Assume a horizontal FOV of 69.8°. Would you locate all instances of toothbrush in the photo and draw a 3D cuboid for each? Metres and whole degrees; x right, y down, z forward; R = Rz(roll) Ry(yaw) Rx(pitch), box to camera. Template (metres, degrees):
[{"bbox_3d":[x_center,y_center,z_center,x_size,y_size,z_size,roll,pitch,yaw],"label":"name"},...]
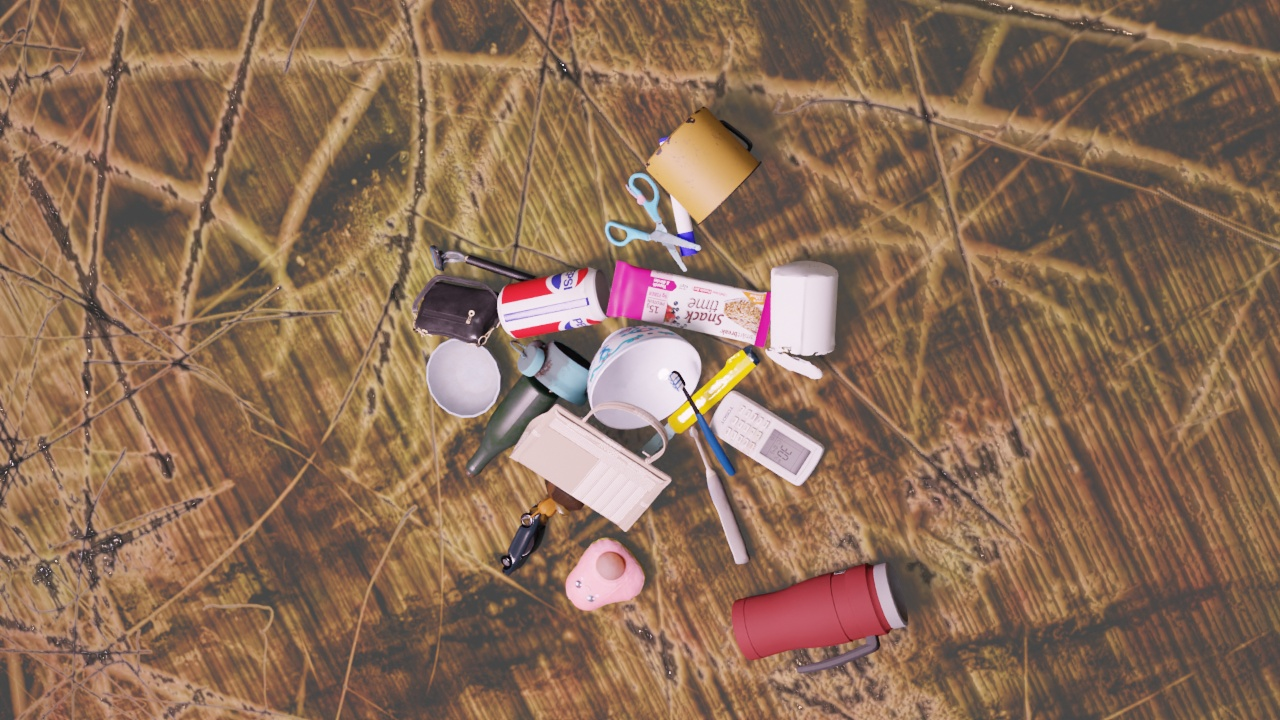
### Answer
[{"bbox_3d":[0.098,0.170,1.161,0.022,0.024,0.185,-23,94,-20],"label":"toothbrush"},{"bbox_3d":[0.077,0.079,1.122,0.014,0.014,0.168,0,128,48],"label":"toothbrush"}]

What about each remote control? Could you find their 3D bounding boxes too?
[{"bbox_3d":[0.155,0.095,1.127,0.138,0.025,0.060,32,108,8],"label":"remote control"}]

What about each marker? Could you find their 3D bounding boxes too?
[{"bbox_3d":[0.045,-0.197,1.105,0.020,0.020,0.141,-10,98,18],"label":"marker"}]

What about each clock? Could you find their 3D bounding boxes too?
[{"bbox_3d":[-0.109,0.007,1.153,0.124,0.090,0.053,35,97,-8],"label":"clock"}]

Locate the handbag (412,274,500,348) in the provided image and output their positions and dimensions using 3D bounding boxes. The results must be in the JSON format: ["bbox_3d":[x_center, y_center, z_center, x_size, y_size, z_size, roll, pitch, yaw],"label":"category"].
[{"bbox_3d":[-0.237,-0.061,1.178,0.129,0.054,0.079,11,68,20],"label":"handbag"}]

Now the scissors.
[{"bbox_3d":[0.008,-0.153,1.118,0.111,0.015,0.140,-36,77,27],"label":"scissors"}]

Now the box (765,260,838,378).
[{"bbox_3d":[0.184,-0.041,1.061,0.080,0.089,0.143,7,106,34],"label":"box"}]

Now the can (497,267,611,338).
[{"bbox_3d":[-0.106,-0.072,1.147,0.132,0.070,0.070,-10,98,18],"label":"can"}]

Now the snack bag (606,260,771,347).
[{"bbox_3d":[0.061,-0.067,1.107,0.196,0.016,0.070,12,106,-1],"label":"snack bag"}]

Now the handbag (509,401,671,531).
[{"bbox_3d":[-0.039,0.107,1.098,0.175,0.062,0.198,34,141,-9],"label":"handbag"}]

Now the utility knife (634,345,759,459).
[{"bbox_3d":[0.063,0.062,1.152,0.224,0.019,0.030,-43,76,16],"label":"utility knife"}]

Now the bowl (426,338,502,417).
[{"bbox_3d":[-0.227,0.020,1.217,0.106,0.039,0.106,3,102,16],"label":"bowl"}]

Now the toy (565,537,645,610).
[{"bbox_3d":[-0.050,0.288,1.212,0.110,0.051,0.090,-43,86,20],"label":"toy"}]

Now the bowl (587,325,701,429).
[{"bbox_3d":[-0.007,0.007,1.120,0.144,0.143,0.074,-49,45,19],"label":"bowl"}]

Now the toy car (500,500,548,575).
[{"bbox_3d":[-0.152,0.240,1.236,0.034,0.046,0.112,31,106,14],"label":"toy car"}]

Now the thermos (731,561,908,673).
[{"bbox_3d":[0.219,0.318,1.116,0.199,0.084,0.108,-20,60,21],"label":"thermos"}]

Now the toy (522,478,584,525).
[{"bbox_3d":[-0.110,0.181,1.192,0.076,0.100,0.063,30,153,44],"label":"toy"}]

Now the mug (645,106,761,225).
[{"bbox_3d":[0.076,-0.231,1.048,0.094,0.123,0.101,45,154,-5],"label":"mug"}]

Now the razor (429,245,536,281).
[{"bbox_3d":[-0.202,-0.122,1.193,0.144,0.022,0.043,14,146,9],"label":"razor"}]

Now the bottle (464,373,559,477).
[{"bbox_3d":[-0.178,0.090,1.209,0.055,0.055,0.174,42,110,5],"label":"bottle"}]
